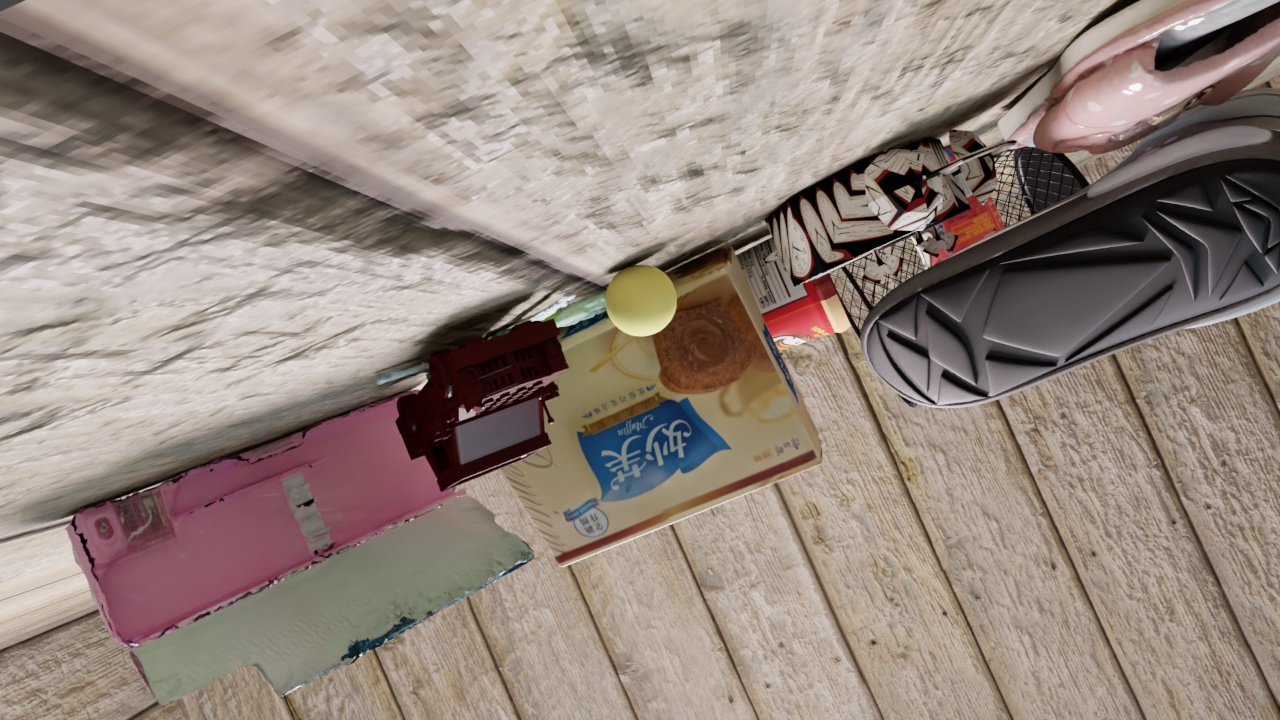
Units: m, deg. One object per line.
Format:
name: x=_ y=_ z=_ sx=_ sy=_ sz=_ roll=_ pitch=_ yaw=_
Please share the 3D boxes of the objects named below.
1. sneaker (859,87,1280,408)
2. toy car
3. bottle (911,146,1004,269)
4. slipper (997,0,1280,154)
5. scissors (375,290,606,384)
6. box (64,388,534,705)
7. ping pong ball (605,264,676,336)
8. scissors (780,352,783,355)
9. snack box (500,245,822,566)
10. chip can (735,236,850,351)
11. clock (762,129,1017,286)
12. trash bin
sneaker: x=0.257 y=-0.070 z=0.540 sx=0.257 sy=0.093 sz=0.160 roll=-28 pitch=-165 yaw=44
toy car: x=-0.091 y=0.031 z=0.516 sx=0.070 sy=0.062 sz=0.170 roll=-20 pitch=174 yaw=-27
bottle: x=0.231 y=-0.080 z=0.655 sx=0.062 sy=0.137 sz=0.062 roll=-23 pitch=178 yaw=-1
slipper: x=0.256 y=-0.142 z=0.461 sx=0.114 sy=0.054 sz=0.274 roll=-25 pitch=179 yaw=7
scissors: x=-0.079 y=-0.014 z=0.542 sx=0.172 sy=0.021 sz=0.172 roll=-17 pitch=177 yaw=-37
box: x=-0.197 y=0.116 z=0.561 sx=0.229 sy=0.161 sz=0.062 roll=-23 pitch=155 yaw=-41
ping pong ball: x=0.000 y=-0.034 z=0.512 sx=0.040 sy=0.040 sz=0.040 roll=-24 pitch=178 yaw=-1
scissors: x=0.085 y=0.020 z=0.889 sx=0.174 sy=0.016 sz=0.226 roll=-21 pitch=175 yaw=-34
snack box: x=0.000 y=0.036 z=0.632 sx=0.208 sy=0.153 sz=0.055 roll=-24 pitch=-164 yaw=15
chip can: x=0.040 y=-0.022 z=0.682 sx=0.214 sy=0.087 sz=0.087 roll=-24 pitch=179 yaw=13
clock: x=0.152 y=-0.087 z=0.545 sx=0.114 sy=0.065 sz=0.155 roll=-23 pitch=179 yaw=-37
trash bin: x=0.296 y=-0.089 z=0.844 sx=0.210 sy=0.184 sz=0.184 roll=-30 pitch=178 yaw=7
